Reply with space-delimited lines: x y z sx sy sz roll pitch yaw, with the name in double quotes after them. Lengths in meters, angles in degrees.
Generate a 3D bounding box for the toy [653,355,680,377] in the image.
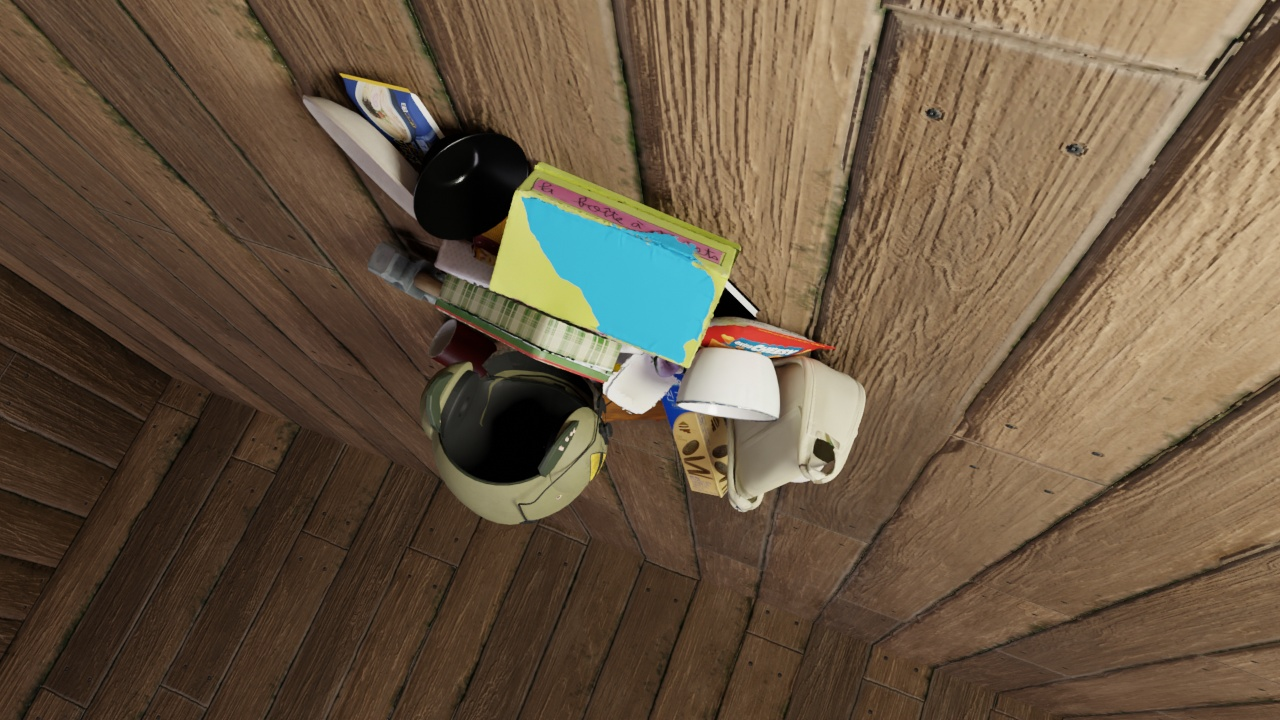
0.019 -0.027 1.064 0.037 0.080 0.099 0 158 44 "toy"

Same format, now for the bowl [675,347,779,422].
0.100 0.026 1.012 0.116 0.065 0.116 9 171 1 "bowl"

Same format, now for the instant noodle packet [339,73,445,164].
-0.232 -0.233 0.916 0.087 0.026 0.134 19 161 25 "instant noodle packet"

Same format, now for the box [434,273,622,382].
-0.125 -0.037 0.993 0.206 0.050 0.117 23 -177 41 "box"

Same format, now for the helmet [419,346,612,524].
-0.153 0.083 1.197 0.250 0.255 0.233 20 157 13 "helmet"

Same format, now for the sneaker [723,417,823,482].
0.141 0.086 1.278 0.237 0.090 0.104 17 141 36 "sneaker"

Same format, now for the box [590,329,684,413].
-0.009 0.012 1.135 0.103 0.130 0.110 5 169 45 "box"

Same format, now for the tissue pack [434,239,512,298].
-0.149 -0.107 1.118 0.181 0.071 0.104 23 176 7 "tissue pack"

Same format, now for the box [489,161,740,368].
-0.025 -0.092 0.906 0.221 0.082 0.125 20 124 0 "box"

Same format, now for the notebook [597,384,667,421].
-0.013 0.065 1.361 0.178 0.014 0.250 -1 167 -17 "notebook"

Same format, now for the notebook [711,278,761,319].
0.013 -0.090 1.040 0.207 0.016 0.149 3 154 44 "notebook"

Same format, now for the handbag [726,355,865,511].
0.192 0.088 1.073 0.132 0.183 0.230 23 154 -9 "handbag"

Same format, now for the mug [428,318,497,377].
-0.292 -0.022 1.492 0.082 0.073 0.105 35 -174 -31 "mug"

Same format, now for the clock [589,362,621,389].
-0.062 0.012 1.340 0.152 0.052 0.113 -4 147 46 "clock"

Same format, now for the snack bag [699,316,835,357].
0.119 -0.024 1.024 0.130 0.039 0.144 12 170 -36 "snack bag"

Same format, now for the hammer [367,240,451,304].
-0.211 -0.067 1.172 0.323 0.051 0.117 26 177 33 "hammer"

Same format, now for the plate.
-0.273 -0.211 0.960 0.189 0.027 0.189 42 172 7 "plate"

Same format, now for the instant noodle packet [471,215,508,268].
-0.126 -0.125 1.024 0.135 0.039 0.099 28 144 3 "instant noodle packet"

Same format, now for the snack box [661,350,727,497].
0.076 0.085 1.233 0.056 0.057 0.207 7 127 41 "snack box"

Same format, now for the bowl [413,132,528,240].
-0.178 -0.185 0.907 0.052 0.124 0.124 51 176 30 "bowl"

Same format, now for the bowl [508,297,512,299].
-0.145 -0.064 1.244 0.106 0.039 0.106 20 161 7 "bowl"
